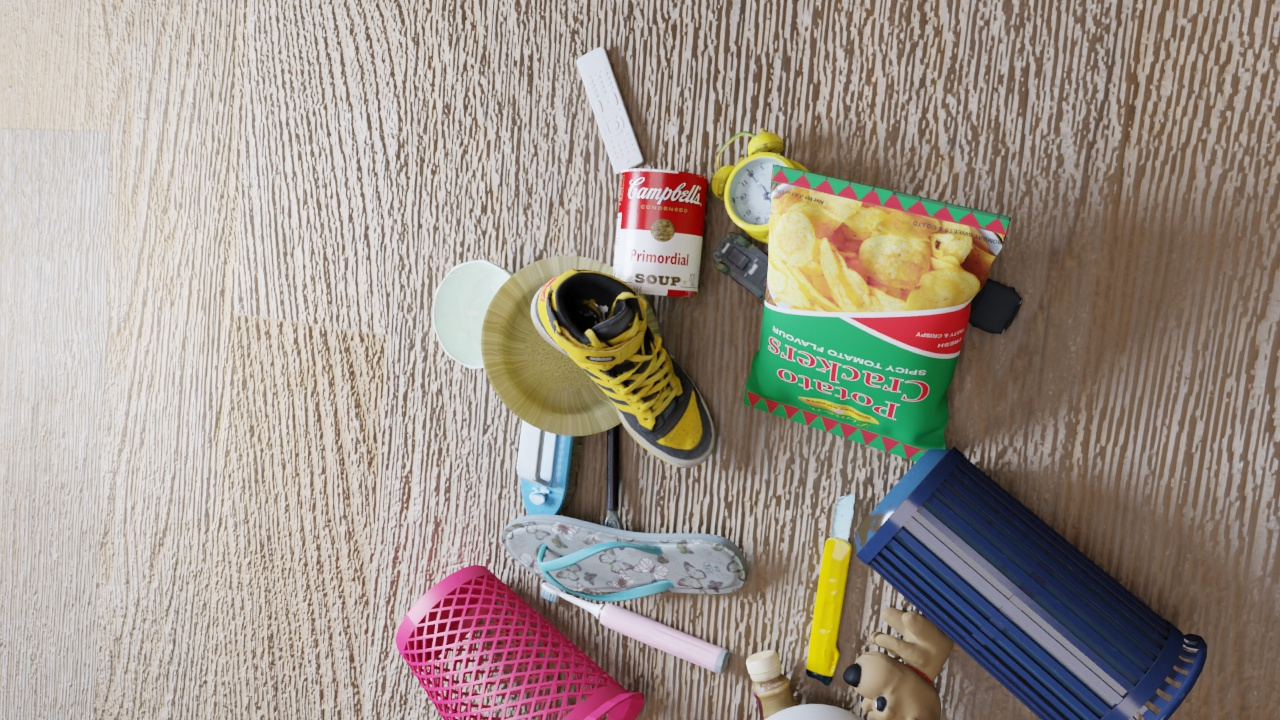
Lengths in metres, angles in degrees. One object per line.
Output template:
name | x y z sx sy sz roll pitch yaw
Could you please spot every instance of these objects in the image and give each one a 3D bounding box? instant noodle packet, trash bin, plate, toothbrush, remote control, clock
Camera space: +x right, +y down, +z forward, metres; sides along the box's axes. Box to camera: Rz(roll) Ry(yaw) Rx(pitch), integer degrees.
instant noodle packet | 0.194 -0.033 0.811 0.196 0.090 0.253 18 127 22
trash bin | 0.309 0.193 0.764 0.249 0.139 0.139 42 109 18
plate | -0.072 -0.013 0.943 0.184 0.036 0.184 2 80 -15
toothbrush | -0.011 0.280 0.975 0.223 0.027 0.026 15 99 23
remote control | -0.031 -0.259 0.953 0.033 0.012 0.131 -21 85 22
clock | 0.116 -0.164 0.870 0.083 0.057 0.118 -40 69 21

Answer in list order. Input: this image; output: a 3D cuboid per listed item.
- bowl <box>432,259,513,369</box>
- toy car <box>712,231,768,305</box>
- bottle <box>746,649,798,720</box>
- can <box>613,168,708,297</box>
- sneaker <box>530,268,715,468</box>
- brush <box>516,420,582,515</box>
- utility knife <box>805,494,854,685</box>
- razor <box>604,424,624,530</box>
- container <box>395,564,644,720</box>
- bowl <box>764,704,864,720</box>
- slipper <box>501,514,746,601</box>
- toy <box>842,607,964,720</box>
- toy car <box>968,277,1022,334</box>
bowl | -0.162 -0.050 1.001 0.118 0.061 0.117 2 94 24
toy car | 0.113 -0.086 0.887 0.091 0.036 0.042 40 108 18
bottle | 0.143 0.367 0.892 0.060 0.059 0.166 -20 85 24
can | 0.019 -0.123 0.900 0.087 0.086 0.116 8 96 24
sneaker | -0.005 0.005 0.873 0.238 0.122 0.086 44 77 -3
brush | -0.102 0.110 0.977 0.055 0.075 0.136 10 97 24
utility knife | 0.186 0.221 0.885 0.030 0.017 0.191 10 101 19
razor | -0.028 0.131 0.974 0.043 0.022 0.144 -1 93 23
container | -0.140 0.339 0.967 0.226 0.183 0.183 40 108 25
bowl | 0.165 0.407 0.824 0.176 0.066 0.176 1 83 -8
slipper | -0.025 0.218 0.948 0.269 0.054 0.098 2 124 19
toy | 0.241 0.286 0.829 0.106 0.134 0.108 26 77 -2
toy car | 0.279 -0.064 0.814 0.112 0.034 0.046 31 105 19
